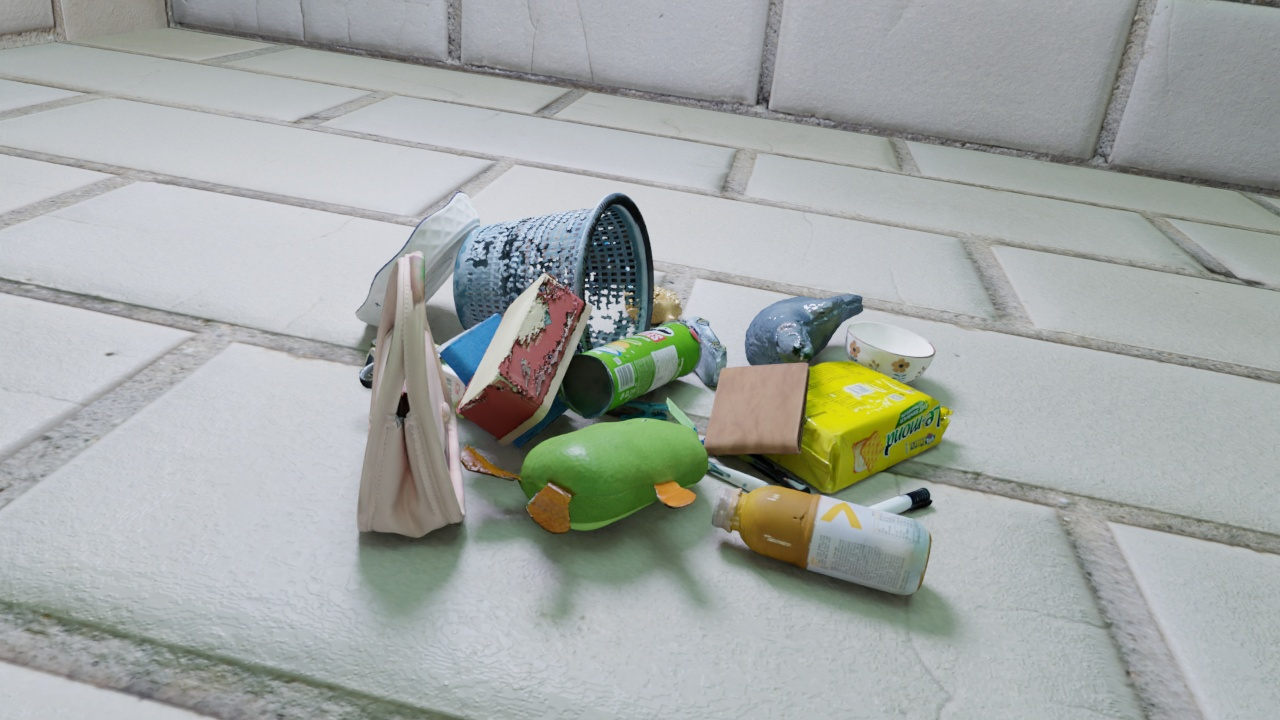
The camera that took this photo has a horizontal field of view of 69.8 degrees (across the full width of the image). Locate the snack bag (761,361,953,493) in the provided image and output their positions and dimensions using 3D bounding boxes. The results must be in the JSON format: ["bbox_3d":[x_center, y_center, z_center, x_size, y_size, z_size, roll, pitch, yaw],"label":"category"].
[{"bbox_3d":[0.227,0.060,1.038,0.245,0.068,0.158,-14,33,-39],"label":"snack bag"}]

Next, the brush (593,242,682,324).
[{"bbox_3d":[-0.016,-0.122,1.364,0.083,0.046,0.254,-8,35,-22],"label":"brush"}]

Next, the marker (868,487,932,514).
[{"bbox_3d":[0.244,0.150,0.914,0.130,0.018,0.022,-12,41,-35],"label":"marker"}]

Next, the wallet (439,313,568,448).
[{"bbox_3d":[-0.141,0.019,0.986,0.133,0.040,0.106,51,38,-2],"label":"wallet"}]

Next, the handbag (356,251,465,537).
[{"bbox_3d":[-0.206,0.017,0.819,0.093,0.235,0.193,-1,27,-13],"label":"handbag"}]

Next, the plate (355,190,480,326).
[{"bbox_3d":[-0.273,-0.119,1.157,0.045,0.205,0.204,40,27,-5],"label":"plate"}]

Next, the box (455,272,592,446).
[{"bbox_3d":[-0.121,-0.009,0.928,0.079,0.092,0.167,37,44,-19],"label":"box"}]

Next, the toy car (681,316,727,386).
[{"bbox_3d":[0.077,-0.013,1.164,0.036,0.054,0.120,1,27,-19],"label":"toy car"}]

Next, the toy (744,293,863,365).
[{"bbox_3d":[0.200,-0.035,1.166,0.138,0.091,0.355,-18,4,23],"label":"toy"}]

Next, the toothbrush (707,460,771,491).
[{"bbox_3d":[0.072,0.108,0.959,0.192,0.016,0.018,21,19,28],"label":"toothbrush"}]

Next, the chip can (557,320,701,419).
[{"bbox_3d":[-0.006,0.006,1.036,0.072,0.072,0.235,19,18,22],"label":"chip can"}]

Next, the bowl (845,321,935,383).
[{"bbox_3d":[0.317,-0.002,1.190,0.113,0.062,0.113,11,22,-5],"label":"bowl"}]

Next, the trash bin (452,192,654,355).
[{"bbox_3d":[-0.111,-0.090,1.126,0.195,0.227,0.225,3,23,22],"label":"trash bin"}]

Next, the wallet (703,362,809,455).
[{"bbox_3d":[0.124,0.051,0.968,0.101,0.020,0.115,-3,48,23],"label":"wallet"}]

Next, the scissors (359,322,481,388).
[{"bbox_3d":[-0.227,-0.010,1.001,0.145,0.014,0.172,4,40,6],"label":"scissors"}]

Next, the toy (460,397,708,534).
[{"bbox_3d":[-0.032,0.103,0.859,0.246,0.090,0.227,-9,18,-37],"label":"toy"}]

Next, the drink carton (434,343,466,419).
[{"bbox_3d":[-0.226,0.015,1.028,0.122,0.054,0.045,23,30,28],"label":"drink carton"}]

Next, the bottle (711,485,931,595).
[{"bbox_3d":[0.159,0.155,0.823,0.190,0.068,0.067,13,26,13],"label":"bottle"}]

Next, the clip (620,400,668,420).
[{"bbox_3d":[0.005,0.058,1.039,0.056,0.041,0.014,5,25,-16],"label":"clip"}]

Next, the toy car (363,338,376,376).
[{"bbox_3d":[-0.290,-0.009,1.072,0.035,0.042,0.090,28,26,11],"label":"toy car"}]

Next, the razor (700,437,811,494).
[{"bbox_3d":[0.120,0.108,0.964,0.143,0.022,0.042,28,35,36],"label":"razor"}]
